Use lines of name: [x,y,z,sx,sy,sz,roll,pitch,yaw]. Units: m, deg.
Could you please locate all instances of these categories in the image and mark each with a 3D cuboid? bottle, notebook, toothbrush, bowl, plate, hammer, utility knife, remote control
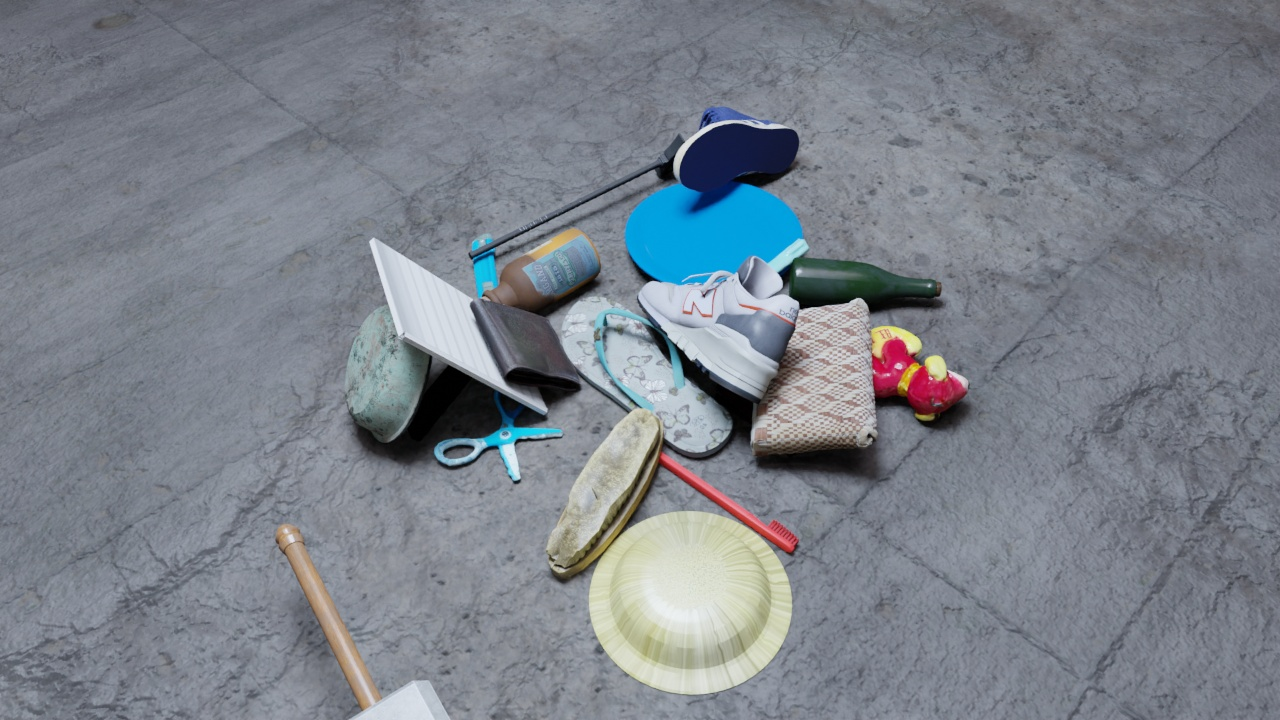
bottle: [0.265,-0.089,1.080,0.174,0.055,0.055,4,47,5]
notebook: [-0.184,-0.031,0.947,0.009,0.209,0.142,-39,51,14]
toothbrush: [0.069,0.125,0.917,0.212,0.012,0.017,32,56,28]
bowl: [-0.267,0.006,0.951,0.038,0.158,0.157,15,36,-35]
plate: [0.045,0.204,0.828,0.184,0.036,0.184,-1,47,1]
hammer: [-0.079,-0.209,1.194,0.324,0.095,0.015,-30,83,-19]
bottle: [-0.126,-0.094,1.094,0.156,0.068,0.068,-34,54,-26]
plate: [0.092,-0.155,1.169,0.224,0.024,0.223,-1,47,1]
utility knife: [0.147,-0.102,1.088,0.022,0.015,0.165,33,54,29]
utility knife: [-0.185,-0.085,1.125,0.031,0.015,0.221,-13,50,-4]
hammer: [-0.225,0.241,0.719,0.082,0.163,0.317,-28,52,-22]
remote control: [-0.207,0.023,1.006,0.013,0.034,0.149,20,54,20]

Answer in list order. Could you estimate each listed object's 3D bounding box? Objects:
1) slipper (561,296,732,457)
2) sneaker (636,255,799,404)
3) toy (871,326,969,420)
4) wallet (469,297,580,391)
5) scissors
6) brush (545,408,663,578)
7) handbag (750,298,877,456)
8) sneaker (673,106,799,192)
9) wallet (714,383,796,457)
slipper: [-0.006,0.006,1.006,0.098,0.055,0.269,-31,54,-18]
sneaker: [0.092,-0.058,0.984,0.124,0.088,0.239,-54,39,11]
toy: [0.275,0.013,0.983,0.105,0.067,0.137,-35,46,-18]
wallet: [-0.123,-0.015,0.990,0.031,0.119,0.099,-41,62,23]
scissors: [-0.150,0.074,0.976,0.134,0.011,0.139,-5,45,-2]
brush: [-0.032,0.125,0.896,0.059,0.043,0.194,21,57,22]
handbag: [0.181,0.020,0.960,0.124,0.047,0.185,-6,49,17]
sneaker: [0.094,-0.293,1.226,0.232,0.092,0.118,-20,40,-38]
wallet: [0.148,0.044,0.988,0.091,0.018,0.115,-36,57,-28]
